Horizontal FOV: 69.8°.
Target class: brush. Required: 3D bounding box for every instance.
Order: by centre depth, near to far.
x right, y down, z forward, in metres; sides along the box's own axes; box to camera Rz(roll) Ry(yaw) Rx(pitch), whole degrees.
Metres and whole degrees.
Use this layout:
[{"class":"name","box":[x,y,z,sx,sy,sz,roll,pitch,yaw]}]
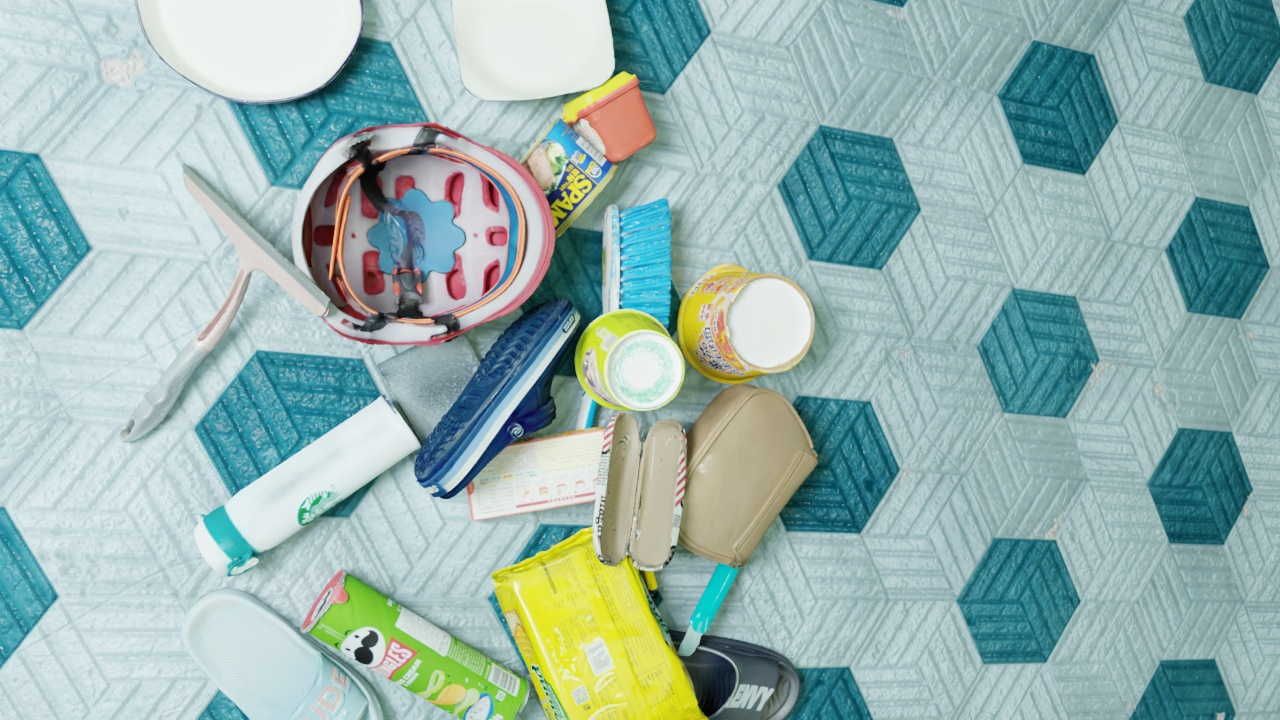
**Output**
[{"class":"brush","box":[-0.022,-0.023,1.024,0.109,0.060,0.314,0,93,-13]}]

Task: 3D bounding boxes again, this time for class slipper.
[{"class":"slipper","box":[-0.349,0.325,0.905,0.104,0.074,0.245,-43,102,-14]},{"class":"slipper","box":[-0.127,0.042,0.940,0.095,0.105,0.252,47,63,-25]},{"class":"slipper","box":[0.069,0.373,1.042,0.268,0.083,0.110,18,87,-17]}]

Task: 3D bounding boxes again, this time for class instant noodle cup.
[{"class":"instant noodle cup","box":[-0.006,0.005,0.942,0.111,0.123,0.112,-1,96,-10]},{"class":"instant noodle cup","box":[0.123,-0.040,1.039,0.138,0.110,0.138,0,90,-18]}]

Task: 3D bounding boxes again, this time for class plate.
[{"class":"plate","box":[-0.380,-0.349,0.900,0.204,0.046,0.205,0,91,-20]},{"class":"plate","box":[-0.114,-0.342,0.973,0.164,0.034,0.163,-8,73,-5]}]

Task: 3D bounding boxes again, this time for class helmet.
[{"class":"helmet","box":[-0.218,-0.123,0.905,0.239,0.144,0.207,-4,99,-22]}]

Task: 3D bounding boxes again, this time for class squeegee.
[{"class":"squeegee","box":[-0.420,-0.021,0.874,0.248,0.040,0.250,39,98,23]}]

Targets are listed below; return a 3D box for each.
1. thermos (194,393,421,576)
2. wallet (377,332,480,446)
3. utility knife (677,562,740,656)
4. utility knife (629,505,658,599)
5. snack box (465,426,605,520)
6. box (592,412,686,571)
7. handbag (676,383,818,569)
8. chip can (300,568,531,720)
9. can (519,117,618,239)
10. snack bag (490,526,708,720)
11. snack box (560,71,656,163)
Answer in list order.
[{"class":"thermos","box":[-0.329,0.125,0.910,0.224,0.073,0.073,-36,101,-14]},{"class":"wallet","box":[-0.209,0.035,0.978,0.097,0.019,0.121,-29,101,-14]},{"class":"utility knife","box":[0.088,0.260,1.055,0.029,0.013,0.182,33,61,0]},{"class":"utility knife","box":[-0.012,0.176,1.040,0.015,0.033,0.202,-16,92,-14]},{"class":"snack box","box":[-0.110,0.121,0.988,0.155,0.027,0.077,-8,96,-6]},{"class":"box","box":[-0.006,0.135,0.959,0.086,0.076,0.162,17,72,-36]},{"class":"handbag","box":[0.103,0.130,1.045,0.148,0.100,0.204,43,78,-22]},{"class":"chip can","box":[-0.227,0.305,0.946,0.236,0.072,0.072,36,80,-16]},{"class":"can","box":[-0.088,-0.193,0.974,0.083,0.057,0.102,40,120,-13]},{"class":"snack bag","box":[-0.046,0.300,0.974,0.157,0.068,0.246,-22,78,-16]},{"class":"snack box","box":[-0.033,-0.258,0.995,0.082,0.091,0.080,-34,108,-16]}]
